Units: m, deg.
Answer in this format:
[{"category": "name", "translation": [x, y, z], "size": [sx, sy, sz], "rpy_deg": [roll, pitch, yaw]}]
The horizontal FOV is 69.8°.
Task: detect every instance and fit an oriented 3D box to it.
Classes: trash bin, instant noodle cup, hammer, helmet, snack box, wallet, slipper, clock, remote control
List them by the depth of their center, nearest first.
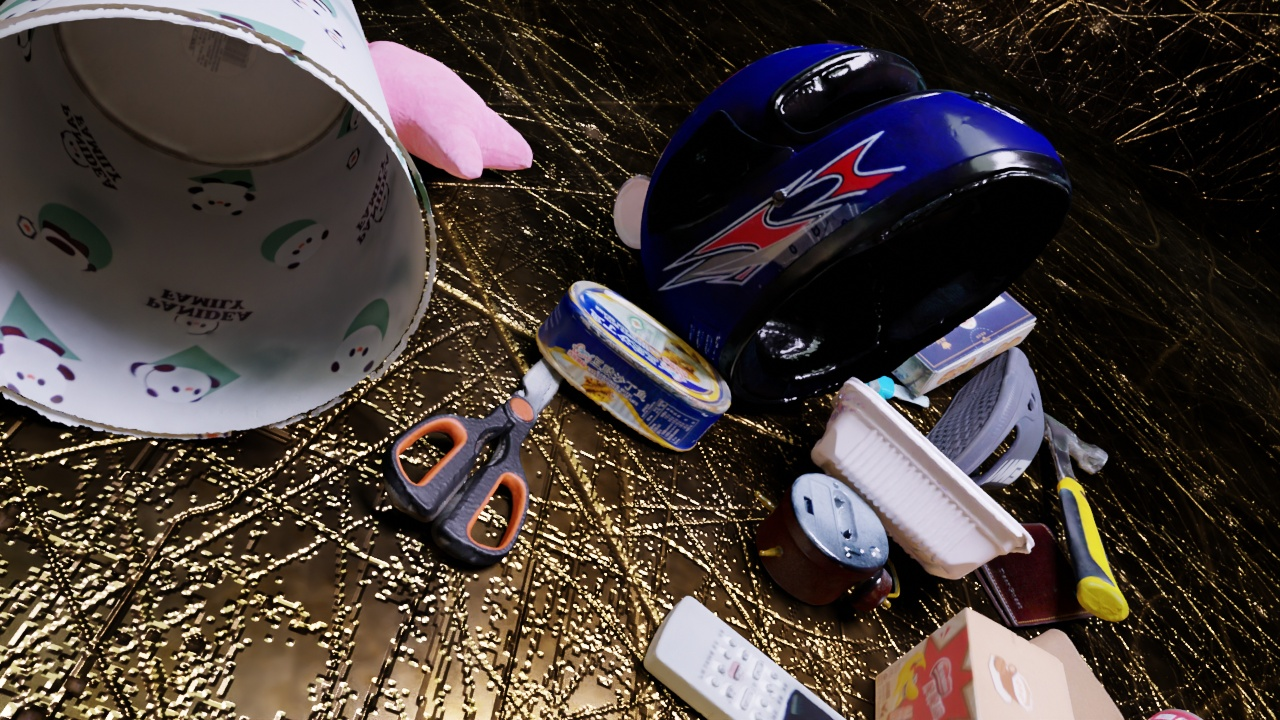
[{"category": "trash bin", "translation": [-0.241, -0.125, 0.499], "size": [0.229, 0.230, 0.251], "rpy_deg": [13, 35, -30]}, {"category": "remote control", "translation": [0.072, 0.203, 0.542], "size": [0.150, 0.021, 0.058], "rpy_deg": [37, 35, 3]}, {"category": "snack box", "translation": [0.203, 0.226, 0.562], "size": [0.077, 0.095, 0.092], "rpy_deg": [31, 35, -7]}, {"category": "clock", "translation": [0.138, 0.132, 0.653], "size": [0.122, 0.055, 0.081], "rpy_deg": [25, 35, -17]}, {"category": "wallet", "translation": [0.305, 0.250, 0.678], "size": [0.115, 0.033, 0.090], "rpy_deg": [-2, 52, -43]}, {"category": "instant noodle cup", "translation": [0.200, 0.098, 0.703], "size": [0.173, 0.060, 0.138], "rpy_deg": [46, -3, 12]}, {"category": "helmet", "translation": [0.142, -0.127, 0.726], "size": [0.247, 0.316, 0.240], "rpy_deg": [12, 49, -44]}, {"category": "wallet", "translation": [0.333, 0.183, 0.793], "size": [0.122, 0.020, 0.096], "rpy_deg": [6, 45, -33]}, {"category": "slipper", "translation": [0.337, 0.063, 0.860], "size": [0.083, 0.111, 0.267], "rpy_deg": [46, 31, 7]}, {"category": "hammer", "translation": [0.411, 0.132, 0.878], "size": [0.126, 0.032, 0.322], "rpy_deg": [34, 28, 1]}, {"category": "snack box", "translation": [0.293, -0.064, 0.972], "size": [0.177, 0.046, 0.182], "rpy_deg": [-22, 59, -32]}]

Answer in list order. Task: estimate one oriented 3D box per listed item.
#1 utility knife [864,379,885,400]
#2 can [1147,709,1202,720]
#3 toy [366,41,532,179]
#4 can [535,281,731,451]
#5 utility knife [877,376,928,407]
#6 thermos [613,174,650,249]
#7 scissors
[{"category": "utility knife", "translation": [0.215, 0.022, 0.859], "size": [0.029, 0.013, 0.222], "rpy_deg": [15, 48, -35]}, {"category": "can", "translation": [0.366, 0.295, 0.656], "size": [0.132, 0.053, 0.053], "rpy_deg": [-2, 50, -42]}, {"category": "toy", "translation": [-0.179, -0.214, 0.780], "size": [0.194, 0.075, 0.178], "rpy_deg": [30, 25, -15]}, {"category": "can", "translation": [-0.004, 0.004, 0.678], "size": [0.148, 0.049, 0.074], "rpy_deg": [37, 30, -6]}, {"category": "utility knife", "translation": [0.209, 0.015, 0.885], "size": [0.194, 0.018, 0.034], "rpy_deg": [19, 37, -25]}, {"category": "thermos", "translation": [0.076, -0.141, 0.915], "size": [0.223, 0.073, 0.073], "rpy_deg": [-6, 52, -45]}, {"category": "scissors", "translation": [-0.078, 0.054, 0.602], "size": [0.143, 0.022, 0.234], "rpy_deg": [55, 31, 12]}]
